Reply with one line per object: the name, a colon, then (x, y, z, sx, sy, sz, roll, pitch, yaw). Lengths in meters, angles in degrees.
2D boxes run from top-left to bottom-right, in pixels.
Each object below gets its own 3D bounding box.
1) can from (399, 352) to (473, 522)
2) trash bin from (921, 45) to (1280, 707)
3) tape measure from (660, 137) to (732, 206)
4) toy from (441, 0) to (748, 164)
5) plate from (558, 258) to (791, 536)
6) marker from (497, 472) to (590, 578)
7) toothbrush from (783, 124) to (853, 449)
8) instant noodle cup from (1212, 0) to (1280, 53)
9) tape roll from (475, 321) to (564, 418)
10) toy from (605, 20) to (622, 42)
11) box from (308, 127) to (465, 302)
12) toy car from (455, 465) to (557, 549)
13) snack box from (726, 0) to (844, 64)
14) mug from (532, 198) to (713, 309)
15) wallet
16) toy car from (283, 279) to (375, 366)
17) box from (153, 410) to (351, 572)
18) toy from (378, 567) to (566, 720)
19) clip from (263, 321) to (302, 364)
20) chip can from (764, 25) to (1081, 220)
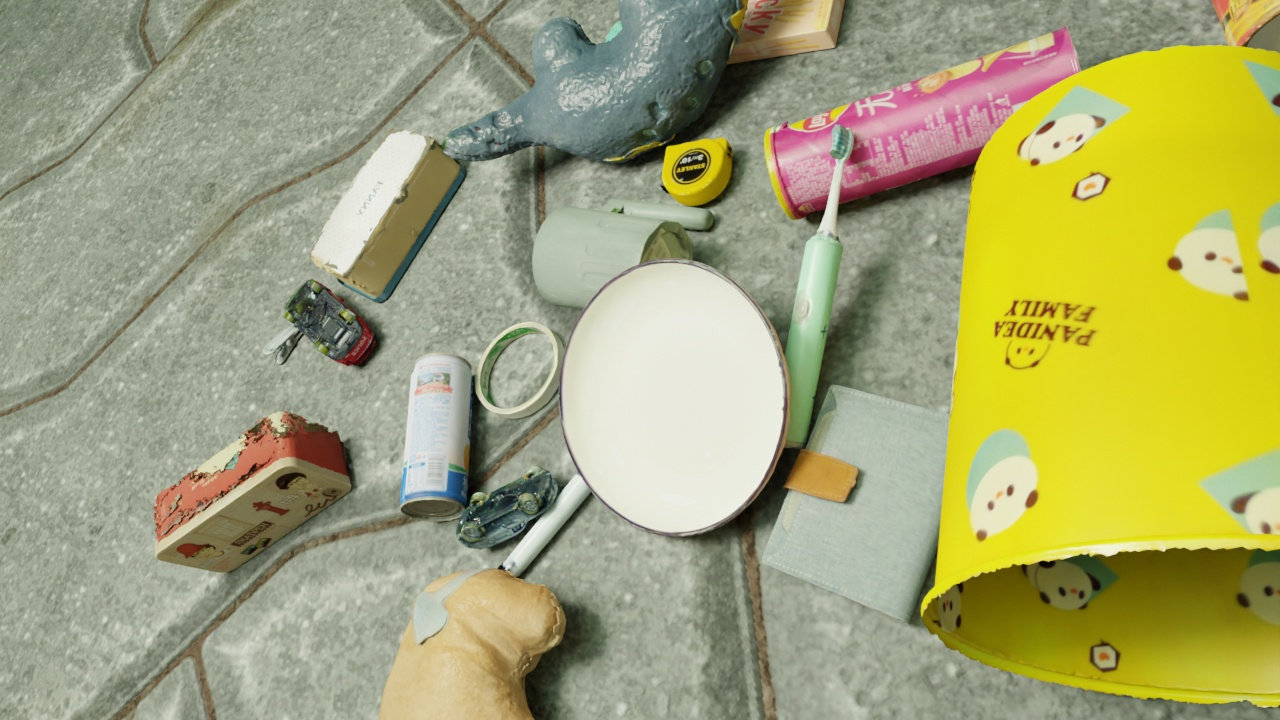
can: (-0.170, 0.063, 0.770, 0.053, 0.053, 0.134, -16, 58, 24)
trash bin: (0.256, 0.009, 0.437, 0.230, 0.229, 0.254, -6, 57, 29)
tape measure: (0.048, -0.155, 0.764, 0.060, 0.029, 0.057, -5, 63, 30)
toy: (-0.015, -0.247, 0.786, 0.357, 0.138, 0.091, -29, 25, 24)
plate: (0.026, 0.026, 0.649, 0.193, 0.039, 0.192, 0, 90, 37)
marker: (-0.079, 0.133, 0.700, 0.130, 0.018, 0.022, -50, 42, 0)
toothbrush: (0.121, -0.050, 0.627, 0.026, 0.027, 0.224, 10, 88, 46)
instant noodle cup: (0.399, -0.232, 0.529, 0.138, 0.137, 0.108, -9, 70, 28)
tape roll: (-0.103, 0.008, 0.782, 0.086, 0.014, 0.085, -15, 59, 26)
toy: (-0.015, -0.286, 0.871, 0.097, 0.030, 0.091, 6, 71, 27)
box: (-0.261, -0.145, 0.933, 0.090, 0.059, 0.184, 27, 84, 39)
toy car: (-0.102, 0.116, 0.708, 0.091, 0.034, 0.042, -30, 23, 17)
snack box: (0.101, -0.305, 0.810, 0.157, 0.026, 0.084, 1, 67, 33)
mug: (-0.011, -0.090, 0.743, 0.103, 0.084, 0.123, 13, 48, 35)
wallet: (0.141, 0.084, 0.578, 0.107, 0.037, 0.129, 17, 75, 36)
toy car: (-0.309, -0.036, 0.913, 0.120, 0.045, 0.053, 36, 85, 34)
box: (-0.356, 0.115, 0.834, 0.168, 0.091, 0.076, -34, 56, 13)
toy: (-0.121, 0.256, 0.624, 0.144, 0.082, 0.225, -12, 62, 35)
clip: (-0.369, -0.023, 0.963, 0.025, 0.029, 0.056, 21, 68, 35)
chip can: (0.198, -0.163, 0.649, 0.211, 0.071, 0.071, -14, 59, 25)
